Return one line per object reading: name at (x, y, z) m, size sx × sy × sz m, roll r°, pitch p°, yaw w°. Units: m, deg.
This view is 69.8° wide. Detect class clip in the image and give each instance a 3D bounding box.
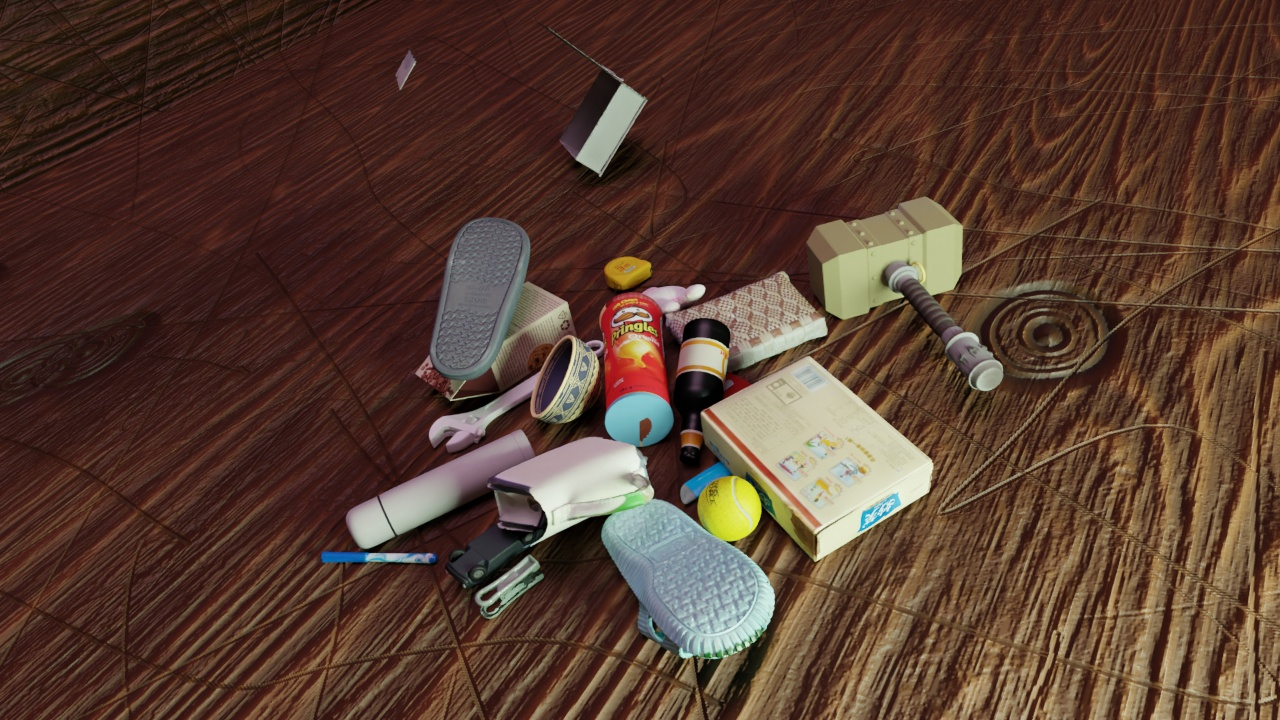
clip at (-0.136, 0.234, 0.950) m, size 0.075 × 0.043 × 0.023 m, roll -35°, pitch 40°, yaw -25°

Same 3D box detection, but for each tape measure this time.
tape measure at (0.108, 0.040, 1.134) m, size 0.051 × 0.019 × 0.059 m, roll -34°, pitch 41°, yaw -25°
tape measure at (-0.025, -0.131, 1.391) m, size 0.068 × 0.030 × 0.059 m, roll -36°, pitch 42°, yaw -30°

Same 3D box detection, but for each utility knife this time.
utility knife at (0.130, 0.106, 1.044) m, size 0.206 × 0.015 × 0.031 m, roll -29°, pitch 42°, yaw -15°

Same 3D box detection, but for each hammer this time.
hammer at (0.349, -0.070, 1.132) m, size 0.190 × 0.101 × 0.324 m, roll -16°, pitch 37°, yaw -3°

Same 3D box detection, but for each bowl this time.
bowl at (-0.085, 0.031, 1.155) m, size 0.061 × 0.113 × 0.112 m, roll 25°, pitch 31°, yaw -21°

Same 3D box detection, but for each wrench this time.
wrench at (-0.157, 0.042, 1.219) m, size 0.272 × 0.018 × 0.066 m, roll -32°, pitch 40°, yaw -25°

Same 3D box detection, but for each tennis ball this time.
tennis ball at (0.092, 0.153, 0.951) m, size 0.065 × 0.065 × 0.065 m, roll -9°, pitch 37°, yaw 6°

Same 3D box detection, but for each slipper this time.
slipper at (-0.208, -0.076, 1.231) m, size 0.111 × 0.083 × 0.267 m, roll 3°, pitch 57°, yaw 8°
slipper at (0.041, 0.215, 0.891) m, size 0.115 × 0.069 × 0.276 m, roll -24°, pitch 23°, yaw -16°

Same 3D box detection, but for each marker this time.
marker at (-0.294, 0.222, 1.030) m, size 0.142 × 0.013 × 0.013 m, roll -2°, pitch 38°, yaw 15°

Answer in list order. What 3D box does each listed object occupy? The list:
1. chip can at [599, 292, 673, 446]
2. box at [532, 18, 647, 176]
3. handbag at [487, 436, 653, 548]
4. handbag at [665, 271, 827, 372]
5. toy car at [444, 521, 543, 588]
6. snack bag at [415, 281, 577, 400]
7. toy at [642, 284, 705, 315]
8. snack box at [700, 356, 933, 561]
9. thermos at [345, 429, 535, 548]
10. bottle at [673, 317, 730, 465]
chip can at (-0.007, 0.007, 1.160) m, size 0.087 × 0.087 × 0.213 m, roll -10°, pitch 38°, yaw 4°
box at (-0.070, -0.613, 1.616) m, size 0.233 × 0.529 × 0.167 m, roll -17°, pitch 29°, yaw -9°
handbag at (-0.054, 0.144, 0.964) m, size 0.150 × 0.074 × 0.176 m, roll -21°, pitch 15°, yaw -40°
handbag at (0.138, -0.045, 1.216) m, size 0.185 × 0.047 × 0.124 m, roll -22°, pitch 45°, yaw -10°
toy car at (-0.156, 0.204, 0.989) m, size 0.046 × 0.034 × 0.111 m, roll 28°, pitch 47°, yaw 35°
snack bag at (-0.201, -0.018, 1.266) m, size 0.205 × 0.070 × 0.094 m, roll -35°, pitch 41°, yaw -26°
toy at (0.037, -0.085, 1.301) m, size 0.075 × 0.037 × 0.125 m, roll -27°, pitch 18°, yaw -22°
snack box at (0.184, 0.098, 0.988) m, size 0.153 × 0.055 × 0.207 m, roll -27°, pitch 45°, yaw -17°
thermos at (-0.230, 0.150, 1.069) m, size 0.224 × 0.052 × 0.052 m, roll -25°, pitch 38°, yaw -15°
bottle at (0.069, 0.039, 1.095) m, size 0.059 × 0.059 × 0.181 m, roll 0°, pitch 59°, yaw 17°
